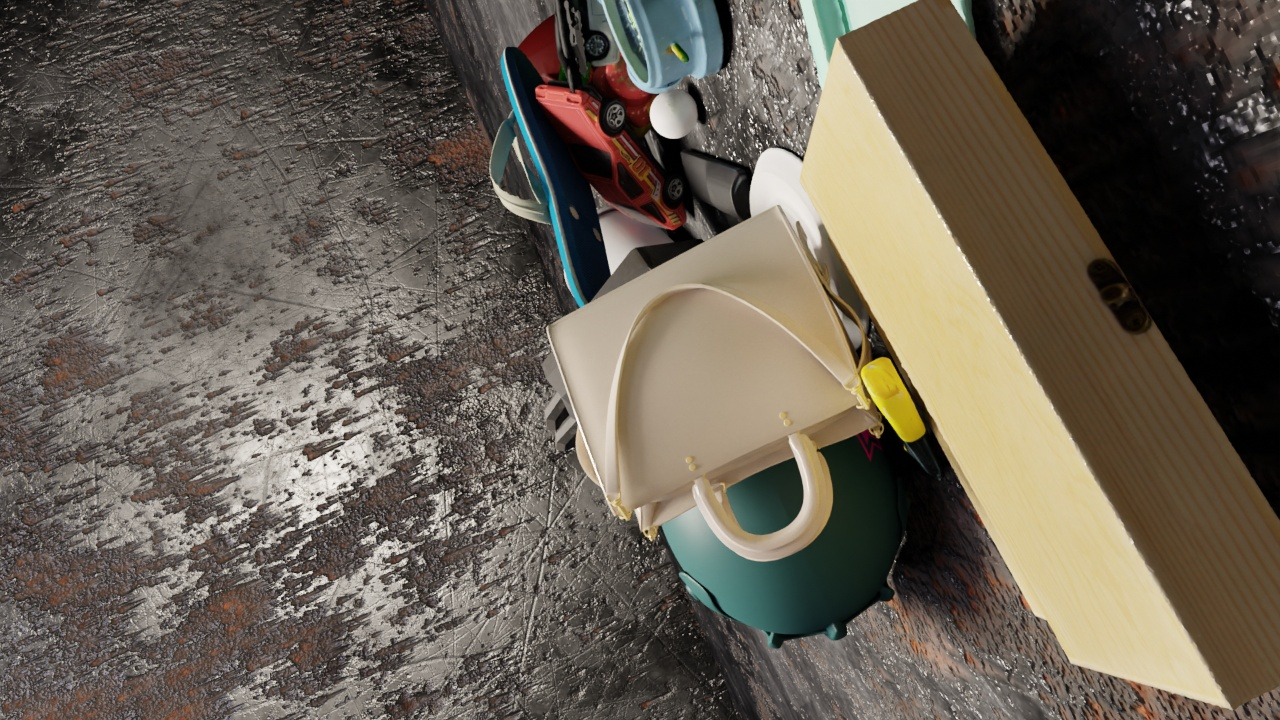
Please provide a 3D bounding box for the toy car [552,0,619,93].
[{"bbox_3d":[-0.045,-0.328,0.746,0.094,0.071,0.192,-103,6,-51],"label":"toy car"}]

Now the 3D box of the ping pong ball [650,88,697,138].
[{"bbox_3d":[0.028,-0.206,0.767,0.040,0.040,0.040,156,91,-82],"label":"ping pong ball"}]

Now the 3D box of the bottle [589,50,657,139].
[{"bbox_3d":[-0.015,-0.252,0.875,0.071,0.048,0.134,47,171,-2],"label":"bottle"}]

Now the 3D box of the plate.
[{"bbox_3d":[0.116,-0.076,0.661,0.157,0.014,0.157,155,91,-82],"label":"plate"}]

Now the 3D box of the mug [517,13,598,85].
[{"bbox_3d":[-0.087,-0.324,0.999,0.087,0.088,0.114,78,166,-54],"label":"mug"}]

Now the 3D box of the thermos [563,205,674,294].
[{"bbox_3d":[0.013,-0.079,0.977,0.222,0.131,0.132,43,157,52],"label":"thermos"}]

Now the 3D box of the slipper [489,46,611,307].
[{"bbox_3d":[-0.089,-0.160,0.874,0.118,0.060,0.294,24,-134,-62],"label":"slipper"}]

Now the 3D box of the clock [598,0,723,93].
[{"bbox_3d":[0.010,-0.258,0.680,0.162,0.060,0.118,-135,21,-79],"label":"clock"}]

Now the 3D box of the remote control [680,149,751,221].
[{"bbox_3d":[0.062,-0.149,0.782,0.140,0.021,0.045,-129,19,-65],"label":"remote control"}]

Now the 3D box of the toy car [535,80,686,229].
[{"bbox_3d":[-0.025,-0.195,0.880,0.082,0.056,0.189,22,163,43],"label":"toy car"}]

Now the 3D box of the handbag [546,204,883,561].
[{"bbox_3d":[0.052,0.031,0.568,0.101,0.195,0.197,43,-156,-55],"label":"handbag"}]

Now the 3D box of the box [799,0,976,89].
[{"bbox_3d":[0.089,-0.202,0.407,0.138,0.052,0.187,-117,5,-68],"label":"box"}]

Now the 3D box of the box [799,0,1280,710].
[{"bbox_3d":[0.156,0.008,0.413,0.247,0.068,0.253,65,-172,13],"label":"box"}]

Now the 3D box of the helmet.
[{"bbox_3d":[0.112,0.123,0.715,0.275,0.176,0.200,59,-173,-64],"label":"helmet"}]

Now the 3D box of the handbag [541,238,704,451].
[{"bbox_3d":[-0.004,0.004,0.776,0.102,0.200,0.197,46,-159,7],"label":"handbag"}]

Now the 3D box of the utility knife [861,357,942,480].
[{"bbox_3d":[0.160,0.041,0.543,0.172,0.020,0.028,41,-154,-54],"label":"utility knife"}]

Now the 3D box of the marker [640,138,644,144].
[{"bbox_3d":[0.004,-0.215,0.980,0.015,0.018,0.134,160,89,-84],"label":"marker"}]

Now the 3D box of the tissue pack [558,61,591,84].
[{"bbox_3d":[-0.060,-0.315,0.908,0.099,0.034,0.114,178,99,-82],"label":"tissue pack"}]
